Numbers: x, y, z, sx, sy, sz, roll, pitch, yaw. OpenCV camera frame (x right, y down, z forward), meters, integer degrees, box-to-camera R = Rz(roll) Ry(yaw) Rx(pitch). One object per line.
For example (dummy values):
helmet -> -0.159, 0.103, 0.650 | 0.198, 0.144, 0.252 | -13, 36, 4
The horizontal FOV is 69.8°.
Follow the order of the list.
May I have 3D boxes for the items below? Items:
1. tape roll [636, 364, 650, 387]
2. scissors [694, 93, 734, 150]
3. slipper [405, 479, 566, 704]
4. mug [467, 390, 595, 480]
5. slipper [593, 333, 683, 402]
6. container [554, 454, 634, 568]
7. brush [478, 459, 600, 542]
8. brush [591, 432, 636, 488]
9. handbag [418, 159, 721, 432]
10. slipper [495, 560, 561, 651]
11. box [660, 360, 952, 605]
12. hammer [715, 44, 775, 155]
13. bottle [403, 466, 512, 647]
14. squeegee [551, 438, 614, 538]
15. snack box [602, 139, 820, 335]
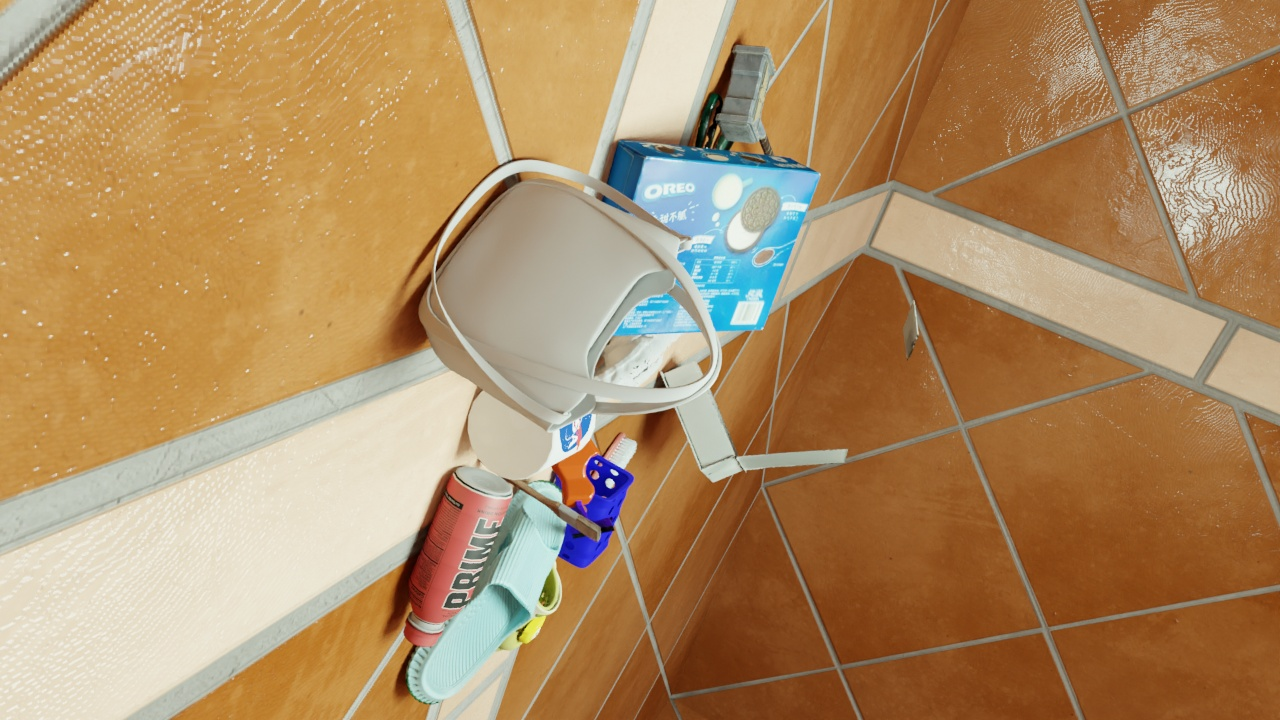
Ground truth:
tape roll -> -0.007, 0.007, 1.228 | 0.092, 0.013, 0.093 | -54, 160, -30
scissors -> 0.088, -0.243, 1.148 | 0.154, 0.015, 0.210 | -45, 156, -52
slipper -> -0.155, 0.264, 1.023 | 0.275, 0.069, 0.116 | -56, 139, -18
mug -> -0.106, 0.044, 0.877 | 0.090, 0.091, 0.121 | -22, 101, -66
slipper -> -0.001, -0.028, 1.095 | 0.246, 0.074, 0.112 | -48, -171, -37
container -> -0.073, 0.191, 1.178 | 0.084, 0.085, 0.114 | -33, 147, -59
brush -> -0.101, 0.134, 0.906 | 0.008, 0.143, 0.045 | -55, 170, -21
brush -> -0.058, 0.174, 1.295 | 0.171, 0.030, 0.041 | -53, 160, -30
handbag -> -0.035, -0.048, 0.696 | 0.215, 0.223, 0.096 | -57, 163, -22
slipper -> -0.134, 0.285, 1.143 | 0.091, 0.081, 0.191 | -31, 141, -65
box -> 0.238, 0.179, 1.370 | 0.148, 0.506, 0.167 | -58, 164, -5
hammer -> 0.161, -0.281, 1.186 | 0.322, 0.044, 0.098 | 35, 68, -69
bottle -> -0.183, 0.194, 0.887 | 0.177, 0.062, 0.062 | -67, 163, 9
squeegee -> -0.073, 0.095, 0.983 | 0.250, 0.055, 0.184 | 136, -49, -72
snack box -> 0.060, -0.124, 0.973 | 0.238, 0.056, 0.196 | -3, 123, -35
